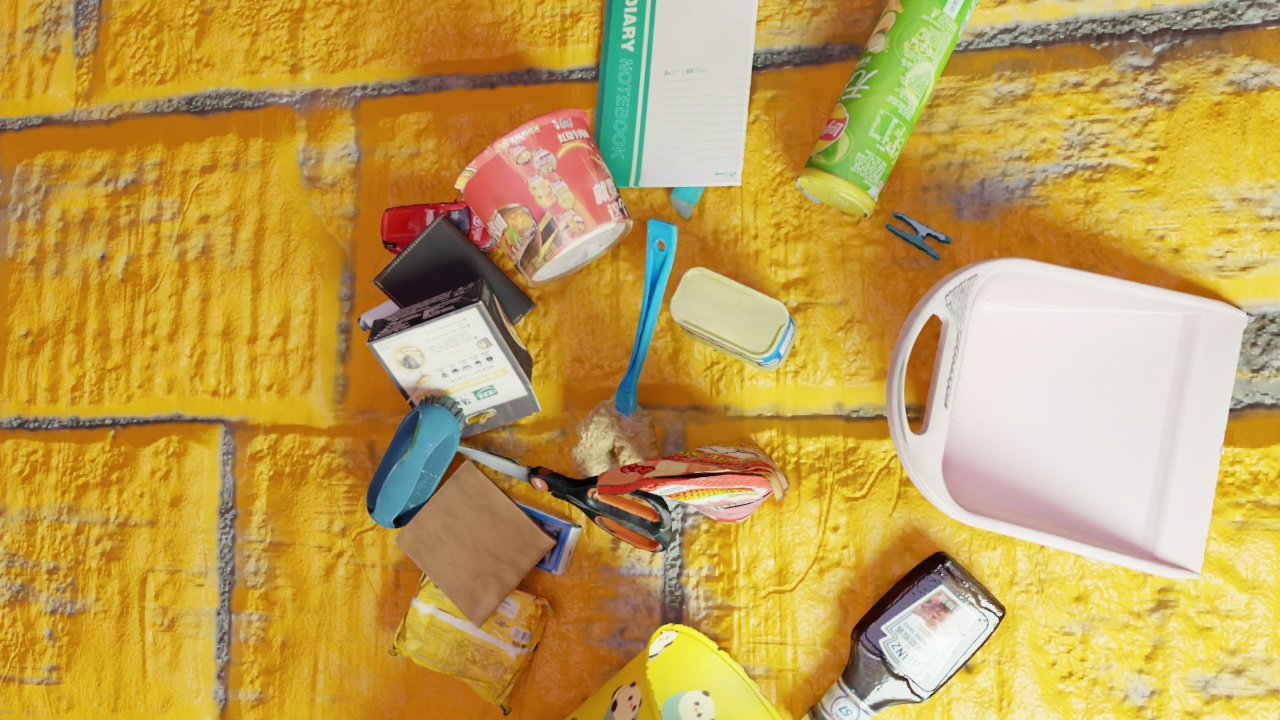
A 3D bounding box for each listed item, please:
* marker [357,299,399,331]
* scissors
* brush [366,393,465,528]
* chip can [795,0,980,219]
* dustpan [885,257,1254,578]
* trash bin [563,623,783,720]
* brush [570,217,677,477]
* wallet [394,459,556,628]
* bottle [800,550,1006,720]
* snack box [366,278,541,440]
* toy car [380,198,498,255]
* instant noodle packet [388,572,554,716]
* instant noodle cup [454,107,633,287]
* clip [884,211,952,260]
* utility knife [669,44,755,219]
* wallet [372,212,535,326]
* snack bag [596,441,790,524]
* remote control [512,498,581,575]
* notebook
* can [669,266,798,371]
[{"bbox_3d":[-0.216,-0.062,0.890,0.131,0.018,0.022,-27,88,9],"label":"marker"},{"bbox_3d":[-0.076,0.123,0.824,0.235,0.125,0.021,4,44,32],"label":"scissors"},{"bbox_3d":[-0.206,0.098,0.822,0.055,0.073,0.144,30,115,-7],"label":"brush"},{"bbox_3d":[0.212,-0.234,0.777,0.072,0.072,0.221,28,91,14],"label":"chip can"},{"bbox_3d":[0.324,0.039,0.689,0.274,0.138,0.222,9,86,15],"label":"dustpan"},{"bbox_3d":[-0.014,0.370,0.700,0.256,0.229,0.229,-39,77,12],"label":"trash bin"},{"bbox_3d":[-0.005,0.004,0.774,0.083,0.045,0.255,23,114,25],"label":"brush"},{"bbox_3d":[-0.148,0.161,0.818,0.115,0.020,0.101,41,84,18],"label":"wallet"},{"bbox_3d":[0.203,0.246,0.745,0.080,0.044,0.195,43,96,6],"label":"bottle"},{"bbox_3d":[-0.165,0.004,0.833,0.113,0.126,0.053,-19,36,10],"label":"snack box"},{"bbox_3d":[-0.192,-0.126,0.877,0.120,0.045,0.053,-2,85,11],"label":"toy car"},{"bbox_3d":[-0.150,0.243,0.829,0.128,0.044,0.110,23,88,12],"label":"instant noodle packet"},{"bbox_3d":[-0.077,-0.139,0.810,0.138,0.138,0.108,-32,86,8],"label":"instant noodle cup"},{"bbox_3d":[0.238,-0.109,0.788,0.057,0.014,0.046,31,94,13],"label":"clip"},{"bbox_3d":[0.067,-0.211,0.839,0.029,0.013,0.171,24,92,12],"label":"utility knife"},{"bbox_3d":[-0.174,-0.062,0.857,0.096,0.020,0.122,-42,102,11],"label":"wallet"},{"bbox_3d":[0.055,0.094,0.711,0.129,0.207,0.073,0,83,14],"label":"snack bag"},{"bbox_3d":[-0.118,0.152,0.841,0.125,0.024,0.049,19,89,15],"label":"remote control"},{"bbox_3d":[0.030,-0.262,0.846,0.150,0.012,0.209,3,85,22],"label":"notebook"},{"bbox_3d":[0.079,-0.035,0.782,0.102,0.083,0.057,25,90,15],"label":"can"}]
